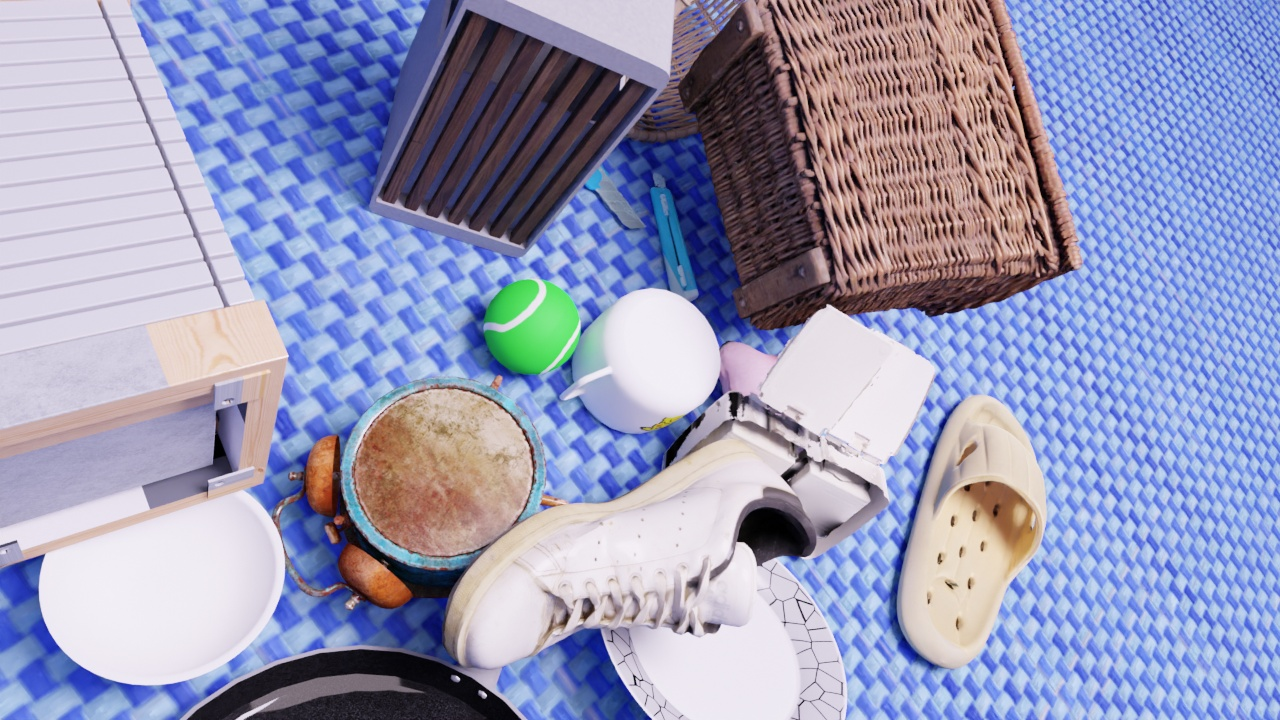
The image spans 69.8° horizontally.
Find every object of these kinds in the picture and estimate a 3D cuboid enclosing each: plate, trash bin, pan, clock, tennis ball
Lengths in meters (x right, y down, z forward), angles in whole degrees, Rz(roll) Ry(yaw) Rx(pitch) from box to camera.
[{"bbox_3d":[0.052,0.184,0.605,0.188,0.016,0.188,22,35,-17],"label":"plate"},{"bbox_3d":[-0.291,-0.051,0.440,0.142,0.143,0.247,-18,70,-34],"label":"trash bin"},{"bbox_3d":[-0.115,0.212,0.492,0.225,0.034,0.355,28,41,6],"label":"pan"},{"bbox_3d":[-0.133,0.082,0.539,0.157,0.073,0.121,-23,73,-23],"label":"clock"},{"bbox_3d":[-0.073,-0.023,0.622,0.065,0.066,0.065,11,65,-25],"label":"tennis ball"},{"bbox_3d":[-0.081,-0.179,0.583,0.114,0.229,0.114,16,63,-23],"label":"trash bin"}]

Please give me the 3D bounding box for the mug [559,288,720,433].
[{"bbox_3d":[-0.004,0.004,0.649,0.115,0.068,0.094,-20,81,-34],"label":"mug"}]

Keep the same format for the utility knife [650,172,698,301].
[{"bbox_3d":[0.023,-0.099,0.741,0.022,0.015,0.117,-12,73,-6],"label":"utility knife"}]

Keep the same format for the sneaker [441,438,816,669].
[{"bbox_3d":[0.008,0.126,0.527,0.240,0.089,0.102,-21,43,-36],"label":"sneaker"}]

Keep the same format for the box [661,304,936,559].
[{"bbox_3d":[0.116,0.054,0.642,0.145,0.186,0.065,30,19,-19],"label":"box"}]

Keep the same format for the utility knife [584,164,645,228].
[{"bbox_3d":[-0.060,-0.180,0.727,0.031,0.015,0.196,-39,93,-30],"label":"utility knife"}]

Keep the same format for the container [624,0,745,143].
[{"bbox_3d":[0.028,-0.320,0.718,0.226,0.228,0.196,-23,76,-34],"label":"container"}]

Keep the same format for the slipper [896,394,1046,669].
[{"bbox_3d":[0.292,0.133,0.759,0.111,0.079,0.260,42,56,-12],"label":"slipper"}]

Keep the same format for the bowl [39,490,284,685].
[{"bbox_3d":[-0.246,0.117,0.479,0.110,0.041,0.109,13,56,-20],"label":"bowl"}]

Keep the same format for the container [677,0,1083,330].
[{"bbox_3d":[0.150,-0.143,0.640,0.183,0.162,0.250,-15,86,-21],"label":"container"}]

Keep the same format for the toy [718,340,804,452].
[{"bbox_3d":[0.107,0.030,0.712,0.102,0.050,0.093,2,66,-32],"label":"toy"}]
